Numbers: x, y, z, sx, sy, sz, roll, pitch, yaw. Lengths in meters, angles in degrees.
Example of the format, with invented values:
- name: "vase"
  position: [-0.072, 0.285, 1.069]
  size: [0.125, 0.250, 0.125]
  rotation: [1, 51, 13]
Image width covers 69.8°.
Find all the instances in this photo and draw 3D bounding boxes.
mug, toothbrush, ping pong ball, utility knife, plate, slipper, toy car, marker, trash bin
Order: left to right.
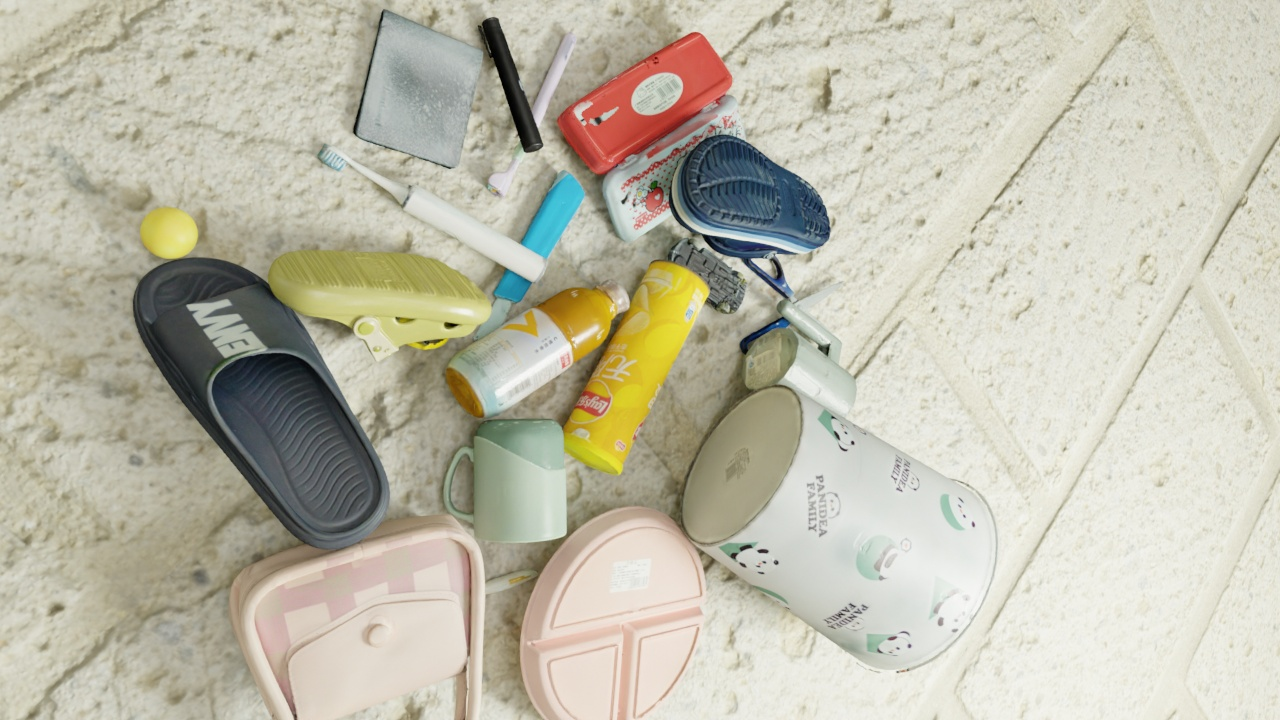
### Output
- name: "ping pong ball"
  position: [-0.367, -0.099, 0.715]
  size: [0.040, 0.040, 0.040]
  rotation: [1, 88, -31]
- name: "slipper"
  position: [-0.283, 0.020, 0.705]
  size: [0.110, 0.084, 0.268]
  rotation: [-34, 86, -31]
- name: "slipper"
  position: [-0.224, -0.046, 0.786]
  size: [0.190, 0.091, 0.082]
  rotation: [4, 124, -39]
- name: "toothbrush"
  position: [-0.184, -0.134, 0.828]
  size: [0.221, 0.027, 0.026]
  rotation: [29, 82, -20]
- name: "toothbrush"
  position: [-0.179, 0.222, 0.835]
  size: [0.191, 0.016, 0.018]
  rotation: [-11, 105, -31]
- name: "mug"
  position: [-0.124, 0.108, 0.840]
  size: [0.112, 0.082, 0.106]
  rotation: [-1, 90, 0]
- name: "marker"
  position: [-0.122, -0.259, 0.865]
  size: [0.022, 0.020, 0.132]
  rotation: [-19, 87, -11]
- name: "utility knife"
  position: [-0.108, -0.098, 0.885]
  size: [0.034, 0.018, 0.191]
  rotation: [33, 75, -19]
- name: "toothbrush"
  position: [-0.102, -0.242, 0.892]
  size: [0.189, 0.021, 0.029]
  rotation: [-68, 156, -16]
- name: "plate"
  position: [-0.016, 0.257, 0.897]
  size: [0.229, 0.028, 0.229]
  rotation: [-6, 100, -40]
- name: "toy car"
  position: [0.069, -0.090, 0.982]
  size: [0.105, 0.031, 0.048]
  rotation: [33, 72, -28]
- name: "slipper"
  position: [0.109, -0.164, 0.980]
  size: [0.252, 0.095, 0.105]
  rotation: [3, 68, -48]
- name: "mug"
  position: [0.177, 0.005, 1.015]
  size: [0.103, 0.084, 0.123]
  rotation: [34, 57, -32]
- name: "trash bin"
  position: [0.194, 0.164, 0.949]
  size: [0.252, 0.230, 0.229]
  rotation: [34, 72, -20]

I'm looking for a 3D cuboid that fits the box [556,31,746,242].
- name: "box"
  position: [0.025, -0.233, 0.950]
  size: [0.200, 0.060, 0.161]
  rotation: [-39, 111, -25]

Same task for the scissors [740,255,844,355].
- name: "scissors"
  position: [0.170, -0.063, 1.053]
  size: [0.175, 0.012, 0.162]
  rotation: [-40, 107, -24]

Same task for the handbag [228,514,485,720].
- name: "handbag"
  position: [-0.217, 0.256, 0.755]
  size: [0.193, 0.094, 0.234]
  rotation: [-12, 89, -29]

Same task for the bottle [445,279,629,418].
- name: "bottle"
  position: [-0.091, -0.018, 0.863]
  size: [0.189, 0.068, 0.068]
  rotation: [-35, 106, -27]

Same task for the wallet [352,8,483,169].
- name: "wallet"
  position: [-0.201, -0.244, 0.834]
  size: [0.097, 0.019, 0.120]
  rotation: [14, 83, -28]

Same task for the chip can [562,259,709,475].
- name: "chip can"
  position: [-0.005, 0.005, 0.913]
  size: [0.072, 0.072, 0.213]
  rotation: [36, 70, -25]
